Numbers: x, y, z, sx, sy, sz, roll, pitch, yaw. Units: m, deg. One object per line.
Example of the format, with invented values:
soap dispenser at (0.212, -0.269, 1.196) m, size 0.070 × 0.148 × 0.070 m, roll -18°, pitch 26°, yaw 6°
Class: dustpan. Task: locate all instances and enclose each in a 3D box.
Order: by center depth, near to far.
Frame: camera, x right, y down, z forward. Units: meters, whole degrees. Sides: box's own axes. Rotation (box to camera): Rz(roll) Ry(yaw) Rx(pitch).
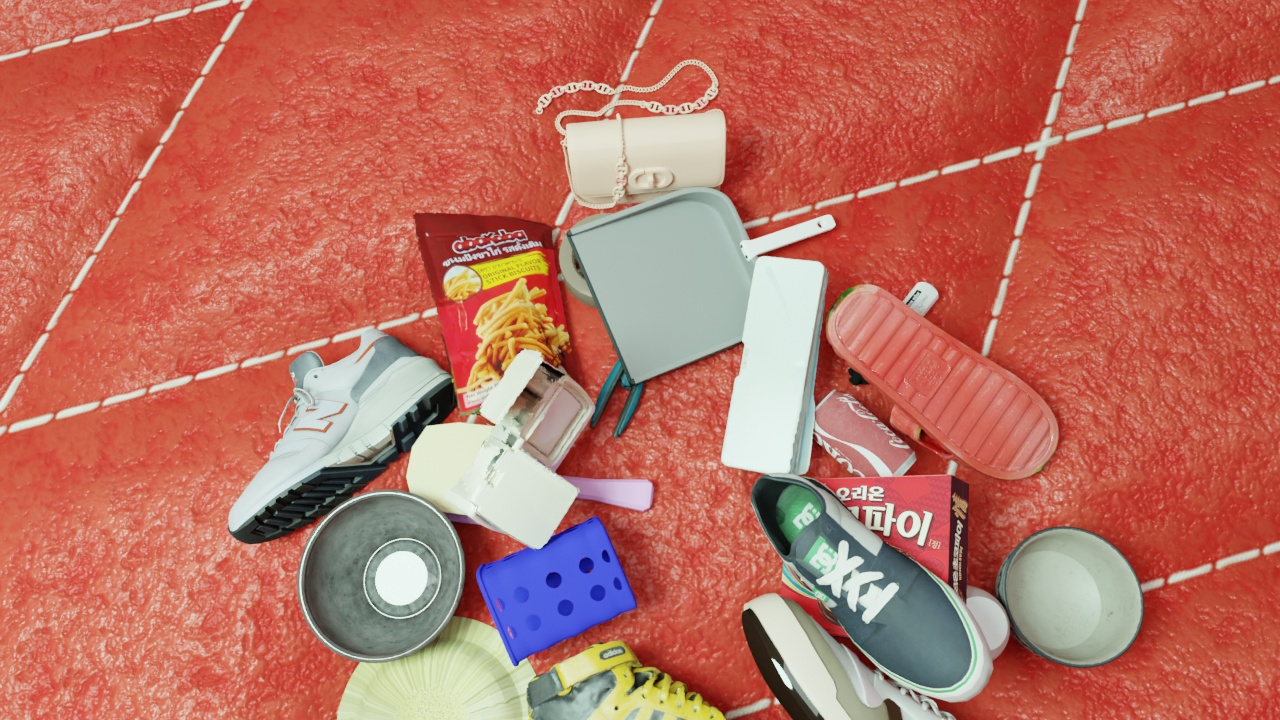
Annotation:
dustpan at (0.077, -0.096, 0.904) m, size 0.257 × 0.033 × 0.163 m, roll -20°, pitch 81°, yaw -18°

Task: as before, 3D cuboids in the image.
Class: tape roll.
tape roll at (-0.034, -0.100, 0.925) m, size 0.094 × 0.030 × 0.093 m, roll -1°, pitch 72°, yaw 2°

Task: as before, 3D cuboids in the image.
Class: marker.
marker at (0.245, -0.025, 0.894) m, size 0.025 × 0.025 × 0.125 m, roll 39°, pitch 77°, yaw 13°

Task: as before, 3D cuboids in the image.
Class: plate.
plate at (-0.176, 0.315, 0.790) m, size 0.184 × 0.036 × 0.184 m, roll -1°, pitch 72°, yaw 2°

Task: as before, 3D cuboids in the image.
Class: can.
can at (0.202, 0.074, 0.848) m, size 0.096 × 0.054 × 0.054 m, roll 43°, pitch 78°, yaw 14°

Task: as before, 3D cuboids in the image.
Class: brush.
brush at (-0.102, 0.111, 0.852) m, size 0.229 × 0.043 × 0.089 m, roll 6°, pitch 72°, yaw 4°

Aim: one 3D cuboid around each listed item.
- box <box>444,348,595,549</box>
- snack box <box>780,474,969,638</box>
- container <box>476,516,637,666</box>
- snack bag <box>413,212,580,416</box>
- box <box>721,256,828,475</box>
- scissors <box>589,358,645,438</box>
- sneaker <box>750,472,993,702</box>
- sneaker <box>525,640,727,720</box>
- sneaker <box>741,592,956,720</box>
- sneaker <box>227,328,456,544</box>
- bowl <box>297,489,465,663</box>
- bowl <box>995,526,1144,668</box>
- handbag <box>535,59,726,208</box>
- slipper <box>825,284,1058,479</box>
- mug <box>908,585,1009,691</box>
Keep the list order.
box at (-0.093, 0.072, 0.738) m, size 0.081 × 0.182 × 0.143 m, roll 29°, pitch 81°, yaw 23°
snack box at (0.196, 0.168, 0.779) m, size 0.152 × 0.035 × 0.132 m, roll -9°, pitch 66°, yaw 42°
container at (-0.072, 0.195, 0.796) m, size 0.113 × 0.085 × 0.084 m, roll -23°, pitch 89°, yaw -7°
snack bag at (-0.137, -0.050, 0.893) m, size 0.138 × 0.067 × 0.207 m, roll -7°, pitch 68°, yaw -23°
box at (0.126, 0.006, 0.837) m, size 0.072 × 0.086 × 0.199 m, roll 13°, pitch 84°, yaw -36°
scissors at (-0.002, 0.010, 0.895) m, size 0.130 × 0.019 × 0.135 m, roll -20°, pitch 80°, yaw -14°
sneaker at (0.167, 0.170, 0.720) m, size 0.084 × 0.079 × 0.235 m, roll -54°, pitch 44°, yaw 9°
sneaker at (0.016, 0.292, 0.764) m, size 0.238 × 0.086 × 0.122 m, roll -9°, pitch 76°, yaw 3°
sneaker at (0.203, 0.291, 0.731) m, size 0.116 × 0.112 × 0.294 m, roll -36°, pitch 84°, yaw -12°
sneaker at (-0.296, 0.057, 0.861) m, size 0.239 × 0.089 × 0.124 m, roll -36°, pitch 70°, yaw -18°
bowl at (-0.221, 0.191, 0.815) m, size 0.145 × 0.067 × 0.144 m, roll -1°, pitch 74°, yaw 3°
bowl at (0.363, 0.206, 0.796) m, size 0.115 × 0.059 × 0.115 m, roll -1°, pitch 72°, yaw 2°
handbag at (-0.010, -0.255, 0.930) m, size 0.199 × 0.117 × 0.187 m, roll -5°, pitch 72°, yaw 0°
slipper at (0.273, 0.025, 0.860) m, size 0.249 × 0.059 × 0.103 m, roll 35°, pitch 79°, yaw -2°
mug at (0.261, 0.237, 0.773) m, size 0.071 × 0.089 × 0.107 m, roll 43°, pitch 78°, yaw 14°
